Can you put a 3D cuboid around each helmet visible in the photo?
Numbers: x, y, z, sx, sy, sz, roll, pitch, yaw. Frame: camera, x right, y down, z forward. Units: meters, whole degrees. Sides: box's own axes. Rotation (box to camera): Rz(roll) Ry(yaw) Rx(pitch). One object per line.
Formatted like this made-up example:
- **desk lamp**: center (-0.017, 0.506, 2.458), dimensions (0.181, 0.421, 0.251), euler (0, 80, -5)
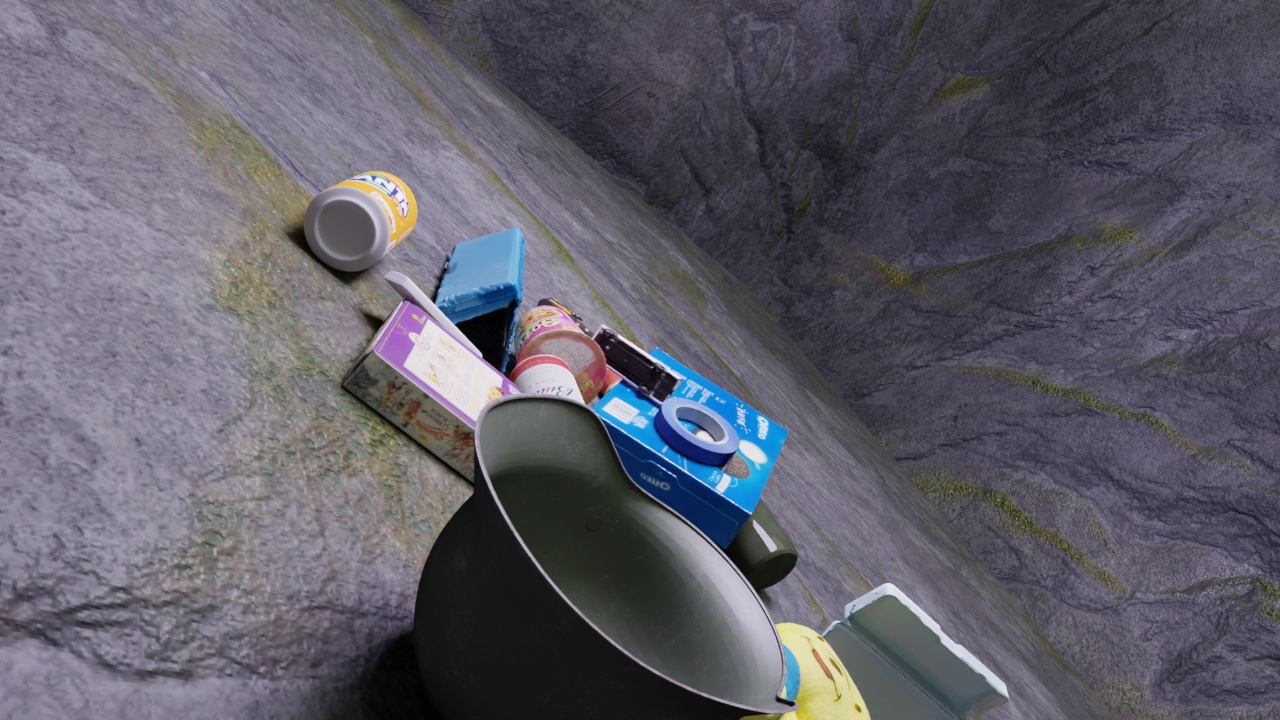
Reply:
- **helmet**: center (-0.030, 0.155, 0.537), dimensions (0.267, 0.154, 0.227), euler (20, 26, -50)

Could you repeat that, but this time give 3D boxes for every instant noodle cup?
- **instant noodle cup**: center (-0.096, -0.008, 0.995), dimensions (0.097, 0.098, 0.108), euler (38, 9, -26)

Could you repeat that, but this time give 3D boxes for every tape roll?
- **tape roll**: center (0.060, 0.074, 0.972), dimensions (0.093, 0.016, 0.091), euler (31, 25, 3)

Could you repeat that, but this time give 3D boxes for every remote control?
- **remote control**: center (-0.193, -0.040, 0.864), dimensions (0.033, 0.012, 0.131), euler (22, -20, 36)

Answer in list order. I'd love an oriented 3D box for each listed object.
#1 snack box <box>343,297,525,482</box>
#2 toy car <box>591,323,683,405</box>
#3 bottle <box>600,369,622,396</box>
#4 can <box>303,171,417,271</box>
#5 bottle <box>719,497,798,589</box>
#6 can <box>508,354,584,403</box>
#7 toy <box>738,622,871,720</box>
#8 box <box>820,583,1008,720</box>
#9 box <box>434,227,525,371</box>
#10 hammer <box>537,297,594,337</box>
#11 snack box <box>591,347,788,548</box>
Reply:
- **snack box**: center (-0.166, 0.025, 0.780), dimensions (0.148, 0.041, 0.143), euler (40, 13, -16)
- **toy car**: center (-0.006, 0.006, 1.018), dimensions (0.113, 0.039, 0.039), euler (35, 5, 18)
- **bottle**: center (-0.019, 0.054, 1.136), dimensions (0.044, 0.044, 0.109), euler (34, 17, -37)
- **can**: center (-0.268, -0.139, 0.895), dimensions (0.079, 0.079, 0.142), euler (41, 13, -13)
- **bottle**: center (0.104, 0.170, 1.086), dimensions (0.071, 0.071, 0.206), euler (30, 19, -47)
- **can**: center (-0.080, 0.062, 0.869), dimensions (0.067, 0.067, 0.170), euler (35, 16, -34)
- **toy**: center (0.116, 0.272, 0.782), dimensions (0.214, 0.084, 0.148), euler (35, 23, -40)
- **box**: center (0.278, 0.331, 0.970), dimensions (0.197, 0.136, 0.049), euler (41, 13, -13)
- **box**: center (-0.166, -0.068, 1.041), dimensions (0.231, 0.094, 0.102), euler (-107, -179, -67)
- **hammer**: center (-0.005, 0.019, 1.236), dimensions (0.320, 0.036, 0.123), euler (39, 5, 8)
- **snack box**: center (0.053, 0.087, 1.033), dimensions (0.195, 0.056, 0.238), euler (32, 24, 7)
